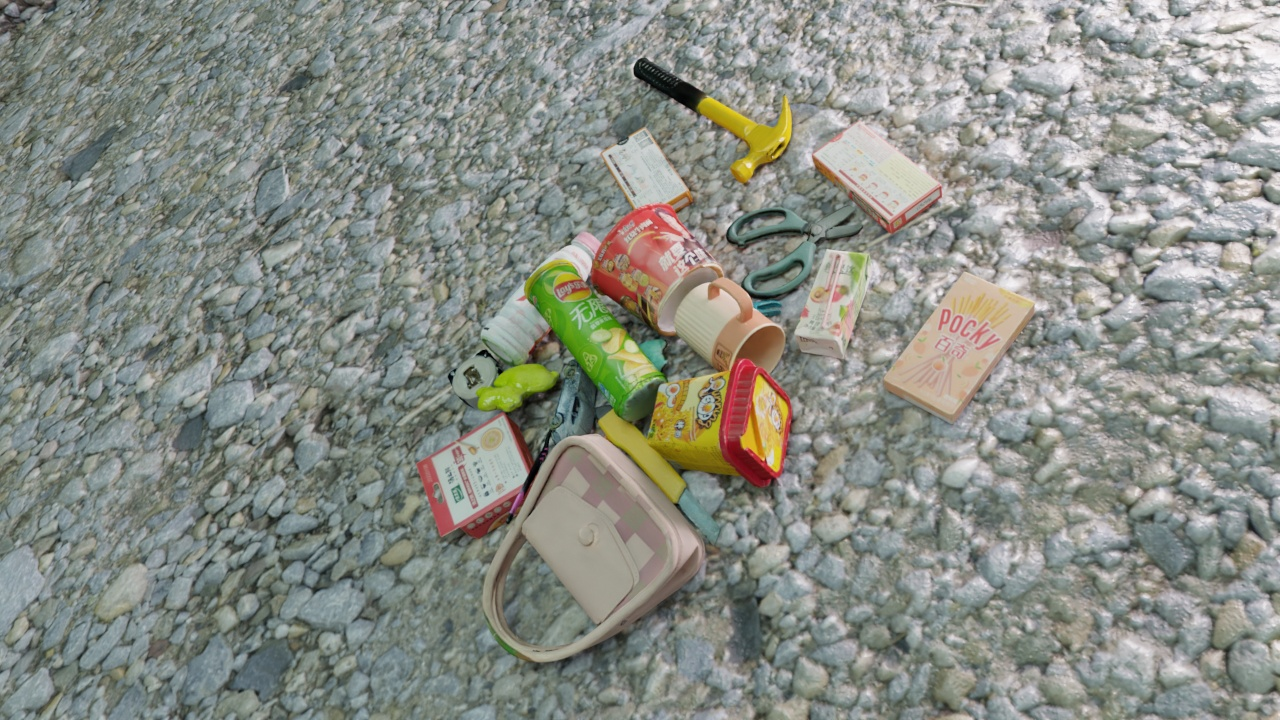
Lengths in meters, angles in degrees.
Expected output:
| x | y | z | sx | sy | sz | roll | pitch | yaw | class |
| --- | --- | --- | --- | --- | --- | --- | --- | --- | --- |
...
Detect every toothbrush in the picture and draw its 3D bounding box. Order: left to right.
| x | y | z | sx | sy | sz | roll | pitch | yaw | class |
| --- | --- | --- | --- | --- | --- | --- | --- | --- | --- |
| -0.115 | 0.118 | 1.055 | 0.018 | 0.014 | 0.188 | 6 | 39 | 15 | toothbrush |

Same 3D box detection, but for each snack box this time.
| x | y | z | sx | sy | sz | roll | pitch | yaw | class |
| --- | --- | --- | --- | --- | --- | --- | --- | --- | --- |
| -0.189 | 0.142 | 1.095 | 0.127 | 0.044 | 0.113 | -31 | 54 | 2 | snack box |
| 0.007 | -0.252 | 1.258 | 0.075 | 0.026 | 0.153 | -31 | 54 | 3 | snack box |
| 0.286 | -0.227 | 1.120 | 0.077 | 0.027 | 0.155 | -36 | 54 | -1 | snack box |
| 0.337 | -0.015 | 0.972 | 0.084 | 0.026 | 0.157 | 32 | 77 | 34 | snack box |

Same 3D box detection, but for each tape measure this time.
| x | y | z | sx | sy | sz | roll | pitch | yaw | class |
| --- | --- | --- | --- | --- | --- | --- | --- | --- | --- |
| -0.207 | 0.027 | 1.179 | 0.066 | 0.033 | 0.066 | -37 | 53 | 1 | tape measure |

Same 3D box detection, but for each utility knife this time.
| x | y | z | sx | sy | sz | roll | pitch | yaw | class |
| --- | --- | --- | --- | --- | --- | --- | --- | --- | --- |
| 0.017 | 0.124 | 1.025 | 0.033 | 0.015 | 0.216 | -39 | 62 | -8 | utility knife |

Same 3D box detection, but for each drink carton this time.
| x | y | z | sx | sy | sz | roll | pitch | yaw | class |
| --- | --- | --- | --- | --- | --- | --- | --- | --- | --- |
| 0.220 | -0.067 | 1.042 | 0.054 | 0.045 | 0.122 | 12 | 66 | 30 | drink carton |

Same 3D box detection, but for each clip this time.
| x | y | z | sx | sy | sz | roll | pitch | yaw | class |
| --- | --- | --- | --- | --- | --- | --- | --- | --- | --- |
| 0.141 | -0.061 | 1.093 | 0.057 | 0.014 | 0.047 | -3 | 58 | 21 | clip |

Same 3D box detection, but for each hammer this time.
| x | y | z | sx | sy | sz | roll | pitch | yaw | class |
| --- | --- | --- | --- | --- | --- | --- | --- | --- | --- |
| 0.091 | -0.356 | 1.279 | 0.128 | 0.033 | 0.301 | -44 | 54 | -6 | hammer |

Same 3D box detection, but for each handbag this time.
| x | y | z | sx | sy | sz | roll | pitch | yaw | class |
| --- | --- | --- | --- | --- | --- | --- | --- | --- | --- |
| -0.069 | 0.213 | 0.973 | 0.234 | 0.093 | 0.193 | -47 | 61 | 2 | handbag |

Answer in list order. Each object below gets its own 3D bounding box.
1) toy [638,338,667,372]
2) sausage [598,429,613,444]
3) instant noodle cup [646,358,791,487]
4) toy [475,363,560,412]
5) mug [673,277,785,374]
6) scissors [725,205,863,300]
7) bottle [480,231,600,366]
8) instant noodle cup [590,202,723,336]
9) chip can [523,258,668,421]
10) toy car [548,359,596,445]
| x | y | z | sx | sy | sz | roll | pitch | yaw | class |
| --- | --- | --- | --- | --- | --- | --- | --- | --- | --- |
| -0.007 | 0.006 | 1.107 | 0.092 | 0.030 | 0.096 | -20 | 58 | 15 | toy |
| -0.060 | 0.119 | 1.066 | 0.021 | 0.021 | 0.165 | 27 | 75 | 33 | sausage |
| 0.083 | 0.069 | 0.987 | 0.124 | 0.116 | 0.116 | -5 | 59 | 34 | instant noodle cup |
| -0.153 | 0.032 | 1.132 | 0.097 | 0.031 | 0.099 | 1 | 30 | 19 | toy |
| 0.099 | -0.042 | 1.039 | 0.081 | 0.115 | 0.106 | -30 | 48 | -22 | mug |
| 0.180 | -0.156 | 1.130 | 0.177 | 0.019 | 0.171 | -37 | 53 | 1 | scissors |
| -0.123 | -0.085 | 1.190 | 0.068 | 0.068 | 0.196 | 27 | 72 | 33 | bottle |
| 0.027 | -0.104 | 1.099 | 0.138 | 0.138 | 0.108 | -43 | 62 | -6 | instant noodle cup |
| -0.052 | -0.025 | 1.078 | 0.072 | 0.072 | 0.221 | -39 | 62 | -2 | chip can |
| -0.075 | 0.056 | 1.091 | 0.037 | 0.054 | 0.120 | -5 | 58 | 24 | toy car |
